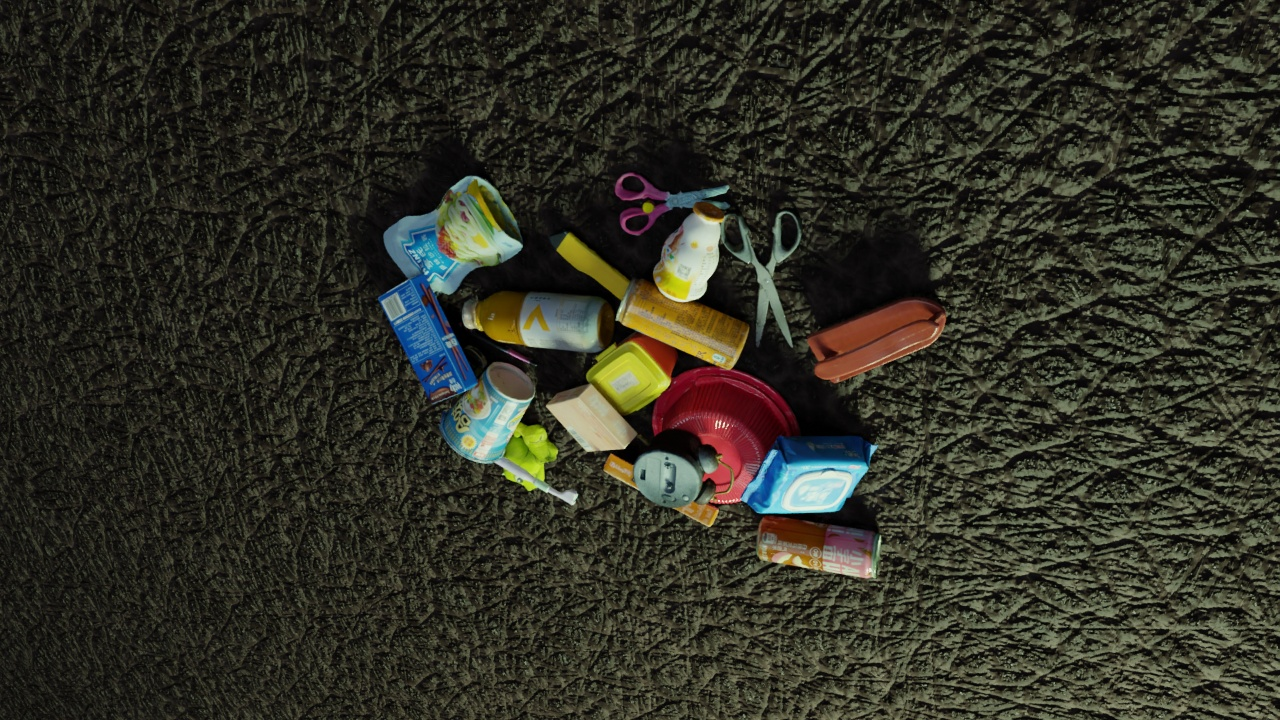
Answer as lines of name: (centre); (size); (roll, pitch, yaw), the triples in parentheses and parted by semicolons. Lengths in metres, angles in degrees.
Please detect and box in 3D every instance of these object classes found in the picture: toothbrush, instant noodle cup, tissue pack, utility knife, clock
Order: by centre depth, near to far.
tissue pack: (0.199, 0.133, 1.059); (0.157, 0.052, 0.095); (2, 130, -25)
clock: (0.049, 0.129, 1.077); (0.122, 0.055, 0.082); (12, 122, 15)
utility knife: (-0.029, -0.090, 1.085); (0.193, 0.015, 0.033); (39, 126, -3)
instant noodle cup: (0.096, 0.105, 1.117); (0.194, 0.065, 0.194); (10, 122, 16)
toothbrush: (-0.216, -0.038, 1.198); (0.189, 0.014, 0.018); (26, 113, 6)
instant noodle cup: (-0.195, 0.063, 1.203); (0.099, 0.099, 0.110); (38, 119, -2)
toothbrush: (-0.169, 0.143, 1.241); (0.189, 0.021, 0.029); (27, 150, 12)

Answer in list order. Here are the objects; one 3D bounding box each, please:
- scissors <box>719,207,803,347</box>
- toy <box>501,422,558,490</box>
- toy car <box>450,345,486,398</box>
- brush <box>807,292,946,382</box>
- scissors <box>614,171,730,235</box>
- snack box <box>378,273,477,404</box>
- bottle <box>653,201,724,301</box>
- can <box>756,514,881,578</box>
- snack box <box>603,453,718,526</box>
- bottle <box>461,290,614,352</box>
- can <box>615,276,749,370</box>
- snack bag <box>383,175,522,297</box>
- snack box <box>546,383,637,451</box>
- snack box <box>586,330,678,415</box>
scissors: (0.138, -0.096, 1.015); (0.170, 0.014, 0.160); (38, 128, -4)
toy: (-0.156, 0.130, 1.259); (0.100, 0.031, 0.097); (-26, 101, 29)
toy car: (-0.237, 0.013, 1.222); (0.042, 0.035, 0.091); (43, 128, -6)
brush: (0.253, -0.023, 0.972); (0.146, 0.069, 0.063); (-24, 108, 32)
scissors: (0.034, -0.185, 1.007); (0.138, 0.017, 0.077); (-10, 105, 23)
snack box: (-0.273, -0.026, 1.178); (0.085, 0.026, 0.157); (-19, 99, 45)
bottle: (0.056, -0.119, 1.003); (0.063, 0.063, 0.109); (28, 126, 6)
can: (0.221, 0.231, 1.141); (0.147, 0.057, 0.058); (6, 120, 20)
snack box: (0.027, 0.167, 1.178); (0.154, 0.075, 0.026); (26, 85, 7)
bottle: (-0.127, -0.050, 1.118); (0.190, 0.067, 0.068); (6, 120, 20)
can: (0.048, -0.042, 1.045); (0.146, 0.058, 0.058); (23, 125, 1)
snack bag: (-0.235, -0.146, 1.129); (0.191, 0.038, 0.110); (-23, 113, 36)
snack box: (-0.064, 0.073, 1.137); (0.084, 0.026, 0.157); (48, 160, -9)
snack box: (-0.006, 0.006, 1.093); (0.091, 0.079, 0.082); (-36, 102, 35)
